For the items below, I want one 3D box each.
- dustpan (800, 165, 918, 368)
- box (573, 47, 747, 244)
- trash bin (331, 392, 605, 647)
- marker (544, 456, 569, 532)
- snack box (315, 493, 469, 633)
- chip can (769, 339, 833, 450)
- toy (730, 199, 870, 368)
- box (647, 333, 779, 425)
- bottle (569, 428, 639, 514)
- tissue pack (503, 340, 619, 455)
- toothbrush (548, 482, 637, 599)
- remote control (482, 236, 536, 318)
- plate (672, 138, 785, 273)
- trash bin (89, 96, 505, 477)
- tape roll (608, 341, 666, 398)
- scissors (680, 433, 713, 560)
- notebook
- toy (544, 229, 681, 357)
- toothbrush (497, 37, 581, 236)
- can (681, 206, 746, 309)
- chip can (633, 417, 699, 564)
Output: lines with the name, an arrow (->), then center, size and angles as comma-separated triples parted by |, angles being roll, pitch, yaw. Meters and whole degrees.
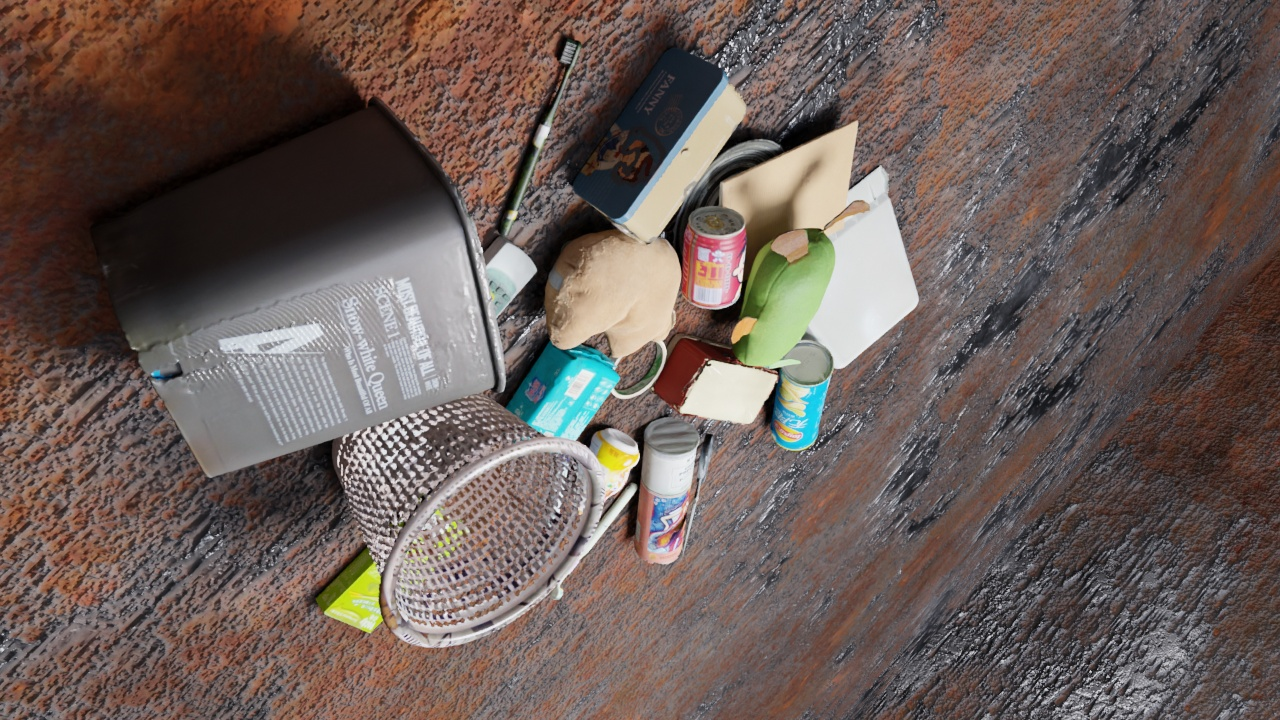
dustpan -> 0.264, -0.100, 1.276 | 0.222, 0.143, 0.258 | -38, 113, -16
box -> 0.022, -0.206, 0.866 | 0.061, 0.090, 0.184 | 27, 98, -52
trash bin -> -0.177, 0.116, 0.850 | 0.227, 0.192, 0.228 | -27, 138, -28
marker -> -0.100, 0.154, 1.114 | 0.016, 0.017, 0.146 | -16, 132, -37
snack box -> -0.265, 0.221, 0.993 | 0.156, 0.026, 0.086 | -45, 143, -6
chip can -> 0.221, 0.052, 1.273 | 0.071, 0.071, 0.210 | -38, 155, -15
toy -> 0.168, -0.079, 1.066 | 0.226, 0.090, 0.247 | -33, 153, -41
box -> 0.099, 0.032, 1.160 | 0.168, 0.080, 0.091 | 12, 112, -49
bottle -> -0.048, 0.138, 1.115 | 0.063, 0.063, 0.108 | 13, 112, -50
tissue pack -> -0.091, 0.043, 0.998 | 0.133, 0.050, 0.093 | -55, 145, 7
toothbrush -> -0.062, 0.241, 1.228 | 0.020, 0.029, 0.189 | 35, 93, -13
remote control -> -0.157, -0.054, 0.870 | 0.135, 0.019, 0.056 | -48, 143, -2
plate -> 0.102, -0.168, 1.036 | 0.179, 0.024, 0.180 | -26, 138, -26
trash bin -> -0.240, -0.046, 0.658 | 0.219, 0.198, 0.199 | -25, 137, -21
tape roll -> -0.006, 0.006, 1.084 | 0.085, 0.014, 0.086 | -27, 138, -28
scissors -> 0.078, 0.186, 1.251 | 0.146, 0.014, 0.172 | -44, 144, -74
notebook -> 0.168, -0.179, 1.064 | 0.211, 0.012, 0.150 | -29, 139, -26
toy -> -0.007, -0.070, 0.969 | 0.225, 0.082, 0.144 | 9, 119, -53
toothbrush -> -0.093, -0.196, 0.818 | 0.017, 0.012, 0.186 | 6, 117, -42
can -> 0.079, -0.111, 0.987 | 0.066, 0.066, 0.094 | -27, 138, -28
chip can -> 0.031, 0.179, 1.227 | 0.071, 0.071, 0.215 | -23, 137, -31
